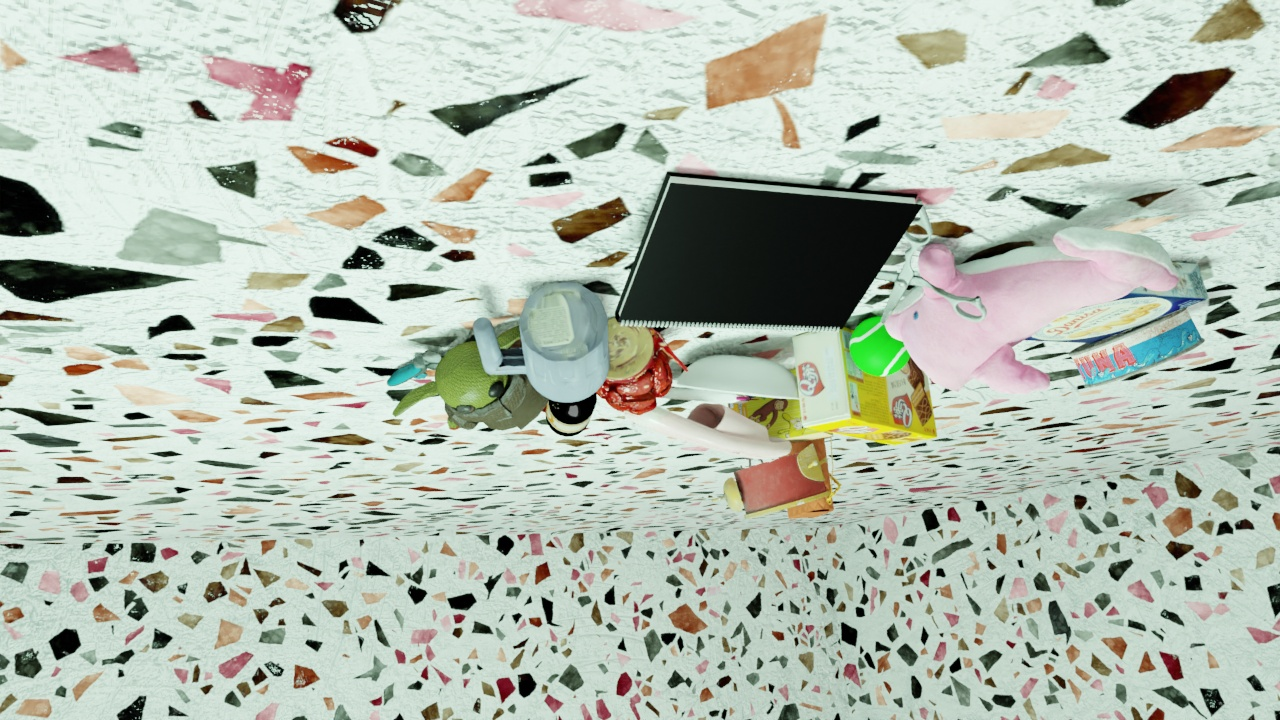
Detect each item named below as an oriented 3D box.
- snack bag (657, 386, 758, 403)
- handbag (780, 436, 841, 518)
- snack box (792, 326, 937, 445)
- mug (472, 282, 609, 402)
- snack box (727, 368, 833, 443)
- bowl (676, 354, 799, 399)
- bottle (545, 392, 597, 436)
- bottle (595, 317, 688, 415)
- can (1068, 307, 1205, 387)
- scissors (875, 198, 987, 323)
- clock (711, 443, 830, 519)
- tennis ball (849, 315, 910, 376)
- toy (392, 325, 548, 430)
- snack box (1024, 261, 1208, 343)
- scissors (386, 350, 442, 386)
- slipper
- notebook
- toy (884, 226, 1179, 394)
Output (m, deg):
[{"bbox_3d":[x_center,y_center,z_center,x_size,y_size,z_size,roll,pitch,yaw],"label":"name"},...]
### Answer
[{"bbox_3d":[0.045,0.041,1.147,0.197,0.016,0.070,3,179,21],"label":"snack bag"},{"bbox_3d":[0.245,0.134,1.318,0.060,0.171,0.109,-3,164,-7],"label":"handbag"},{"bbox_3d":[0.272,0.036,1.094,0.062,0.110,0.230,-17,160,38],"label":"snack box"},{"bbox_3d":[-0.090,-0.016,0.853,0.124,0.083,0.104,-1,160,-3],"label":"mug"},{"bbox_3d":[0.182,0.064,1.209,0.126,0.088,0.040,-14,162,29],"label":"snack box"},{"bbox_3d":[0.119,0.016,1.073,0.149,0.043,0.149,6,180,0],"label":"bowl"},{"bbox_3d":[-0.084,0.048,1.126,0.059,0.059,0.182,-2,164,-9],"label":"bottle"},{"bbox_3d":[-0.006,0.006,0.962,0.099,0.098,0.111,-7,154,7],"label":"bottle"},{"bbox_3d":[0.559,-0.015,1.038,0.130,0.044,0.130,-24,174,-3],"label":"can"},{"bbox_3d":[0.230,-0.076,0.780,0.141,0.014,0.175,26,155,17],"label":"scissors"},{"bbox_3d":[0.169,0.160,1.223,0.159,0.081,0.117,-20,170,20],"label":"clock"},{"bbox_3d":[0.259,-0.016,0.991,0.065,0.065,0.065,-4,164,-1],"label":"tennis ball"},{"bbox_3d":[-0.158,0.027,0.978,0.179,0.078,0.152,-31,160,9],"label":"toy"},{"bbox_3d":[0.462,-0.059,0.938,0.145,0.042,0.145,1,163,-21],"label":"snack box"},{"bbox_3d":[-0.230,0.011,1.031,0.155,0.019,0.124,-14,162,34],"label":"scissors"},{"bbox_3d":[0.081,0.079,1.129,0.221,0.055,0.107,16,175,-19],"label":"slipper"},{"bbox_3d":[0.097,-0.077,0.719,0.206,0.016,0.149,1,141,-19],"label":"notebook"},{"bbox_3d":[0.331,-0.035,0.817,0.186,0.127,0.266,13,159,-32],"label":"toy"}]
